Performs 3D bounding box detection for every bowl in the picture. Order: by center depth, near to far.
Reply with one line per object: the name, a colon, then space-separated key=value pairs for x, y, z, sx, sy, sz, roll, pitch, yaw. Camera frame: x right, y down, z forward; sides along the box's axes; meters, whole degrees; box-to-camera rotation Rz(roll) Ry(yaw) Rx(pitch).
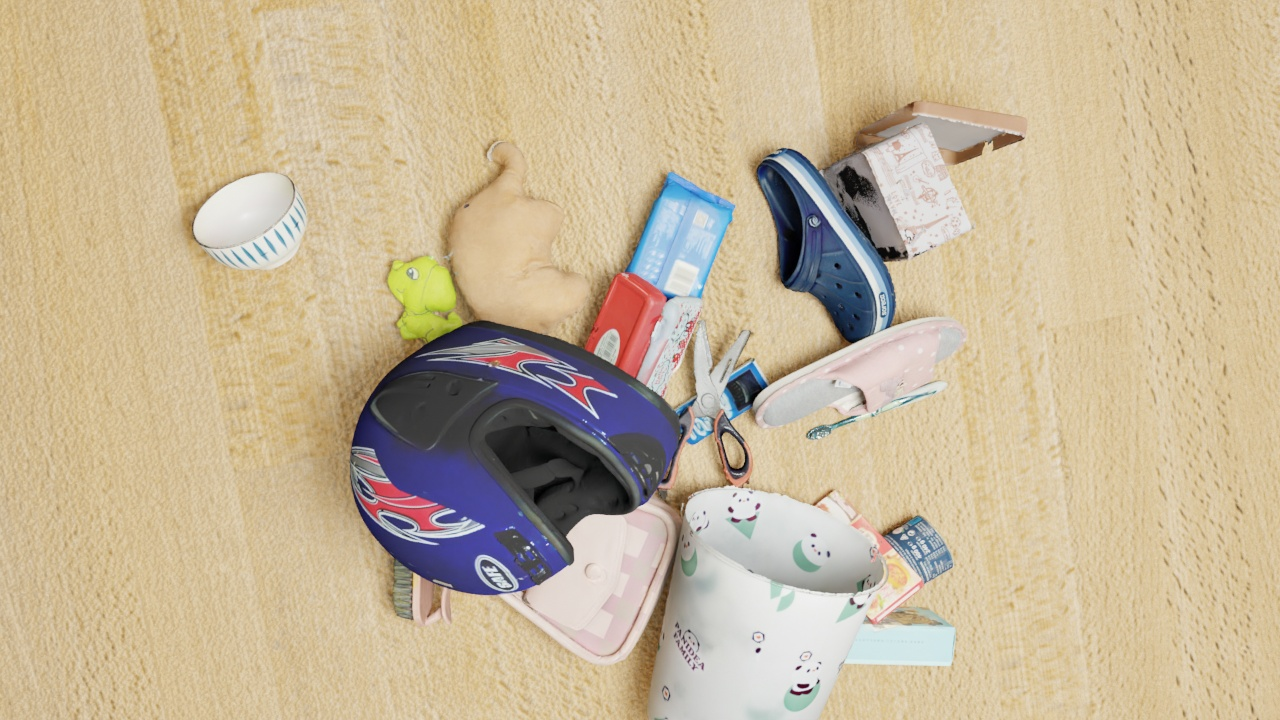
bowl: x=-0.410 y=-0.140 z=0.988 sx=0.116 sy=0.116 sz=0.066 roll=-27 pitch=141 yaw=-6

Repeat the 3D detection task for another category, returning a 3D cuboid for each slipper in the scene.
slipper: x=0.204 y=-0.124 z=1.065 sx=0.095 sy=0.105 sz=0.253 roll=-32 pitch=96 yaw=-9
slipper: x=0.265 y=0.024 z=1.086 sx=0.274 sy=0.114 sz=0.054 roll=-20 pitch=57 yaw=-4

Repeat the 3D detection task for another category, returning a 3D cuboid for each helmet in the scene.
helmet: x=-0.142 y=0.112 z=0.914 sx=0.316 sy=0.247 sz=0.239 roll=13 pitch=60 yaw=31

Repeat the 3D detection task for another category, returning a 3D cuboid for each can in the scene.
can: x=0.316 y=0.247 z=1.120 sx=0.111 sy=0.075 sz=0.075 roll=-30 pitch=97 yaw=-6

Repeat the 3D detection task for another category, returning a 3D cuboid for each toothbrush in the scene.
toothbrush: x=0.295 y=0.062 z=1.134 sx=0.191 sy=0.018 sz=0.016 roll=-20 pitch=97 yaw=-6

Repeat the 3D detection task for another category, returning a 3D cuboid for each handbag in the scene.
handbag: x=-0.083 y=0.224 z=1.067 sx=0.234 sy=0.093 sz=0.193 roll=24 pitch=89 yaw=-1

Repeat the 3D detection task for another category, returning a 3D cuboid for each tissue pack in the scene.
tissue pack: x=0.042 y=-0.131 z=1.069 sx=0.095 sy=0.052 sz=0.157 roll=22 pitch=91 yaw=-11

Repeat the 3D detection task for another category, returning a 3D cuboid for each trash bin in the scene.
trash bin: x=0.125 y=0.303 z=1.017 sx=0.229 sy=0.229 sz=0.252 roll=11 pitch=106 yaw=-9

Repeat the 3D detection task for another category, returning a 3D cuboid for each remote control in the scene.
remote control: x=0.097 y=0.050 z=1.102 sx=0.125 sy=0.024 sz=0.049 roll=-32 pitch=98 yaw=-4

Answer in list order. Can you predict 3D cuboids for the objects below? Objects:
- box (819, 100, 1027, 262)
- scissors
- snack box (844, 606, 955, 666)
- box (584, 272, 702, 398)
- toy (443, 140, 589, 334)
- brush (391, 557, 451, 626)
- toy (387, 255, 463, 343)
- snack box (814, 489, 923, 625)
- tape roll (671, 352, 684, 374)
box: x=0.325 y=-0.218 z=1.041 sx=0.185 sy=0.182 sz=0.154 roll=-25 pitch=97 yaw=-3
scissors: x=0.077 y=0.068 z=1.078 sx=0.189 sy=0.015 sz=0.225 roll=-29 pitch=100 yaw=3
snack box: x=0.287 y=0.334 z=1.122 sx=0.175 sy=0.074 sz=0.051 roll=5 pitch=94 yaw=-8
box: x=-0.004 y=0.007 z=1.053 sx=0.101 sy=0.095 sz=0.202 roll=5 pitch=115 yaw=-45
toy: x=-0.151 y=-0.134 z=1.033 sx=0.143 sy=0.082 sz=0.226 roll=-19 pitch=93 yaw=-11
brush: x=-0.244 y=0.232 z=1.047 sx=0.073 sy=0.063 sz=0.145 roll=2 pitch=94 yaw=2
toy: x=-0.244 y=-0.069 z=1.044 sx=0.096 sy=0.031 sz=0.100 roll=19 pitch=95 yaw=-8
snack box: x=0.254 y=0.230 z=1.085 sx=0.075 sy=0.153 sz=0.025 roll=-37 pitch=141 yaw=-3
tape roll: x=0.009 y=-0.015 z=1.091 sx=0.085 sy=0.014 sz=0.086 roll=-1 pitch=94 yaw=-8
